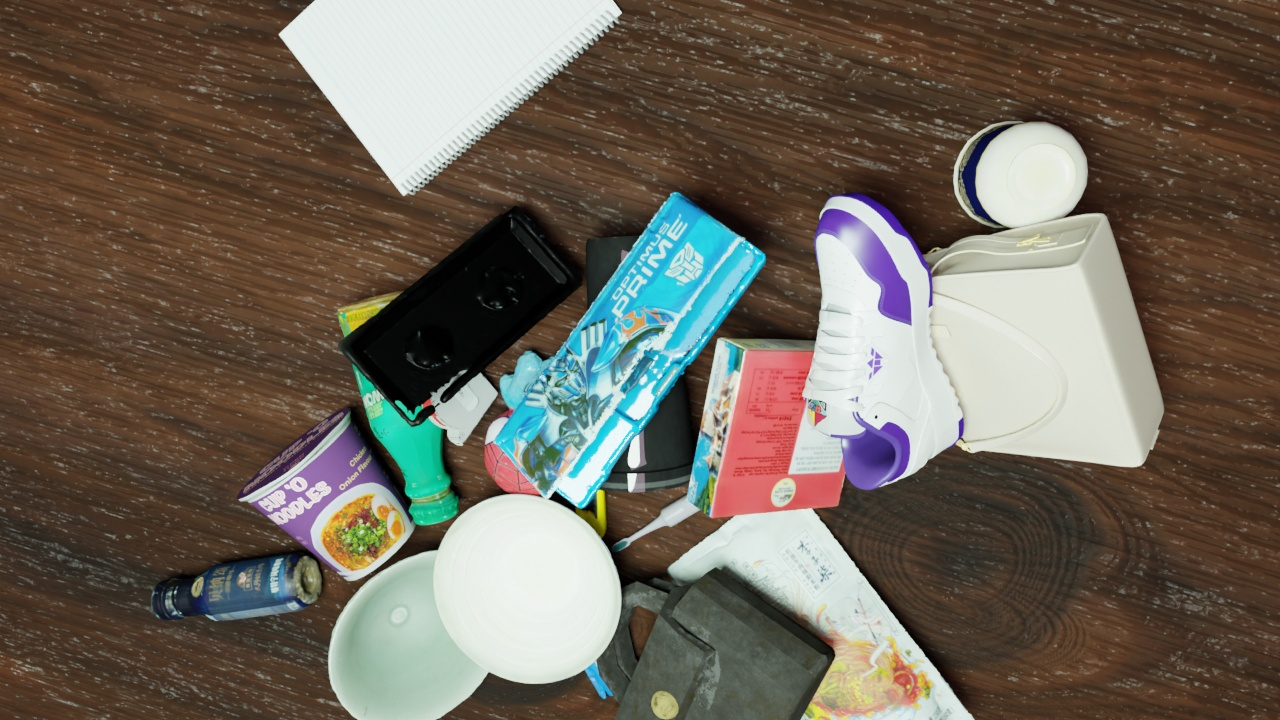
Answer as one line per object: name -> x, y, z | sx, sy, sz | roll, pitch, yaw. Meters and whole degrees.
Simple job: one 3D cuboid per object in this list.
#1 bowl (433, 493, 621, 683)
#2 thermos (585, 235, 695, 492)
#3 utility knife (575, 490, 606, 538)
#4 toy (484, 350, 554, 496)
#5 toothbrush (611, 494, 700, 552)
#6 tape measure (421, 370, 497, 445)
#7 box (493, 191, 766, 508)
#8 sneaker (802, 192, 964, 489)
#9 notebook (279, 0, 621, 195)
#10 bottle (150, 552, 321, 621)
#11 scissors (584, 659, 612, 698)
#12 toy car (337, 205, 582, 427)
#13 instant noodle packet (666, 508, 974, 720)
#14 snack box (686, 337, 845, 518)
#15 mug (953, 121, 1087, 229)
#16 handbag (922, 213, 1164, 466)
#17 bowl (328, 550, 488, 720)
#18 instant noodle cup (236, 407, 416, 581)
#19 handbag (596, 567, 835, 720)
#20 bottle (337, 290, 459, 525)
bowl -> -0.098, 0.202, 0.848 | 0.177, 0.057, 0.177 | 2, 98, 12
thermos -> -0.005, 0.005, 0.782 | 0.106, 0.105, 0.218 | -2, 97, 7
utility knife -> -0.049, 0.076, 0.842 | 0.029, 0.020, 0.188 | -1, 101, 5
toy -> -0.094, 0.060, 0.820 | 0.092, 0.062, 0.133 | 9, 101, 13
toothbrush -> 0.051, 0.128, 0.840 | 0.188, 0.019, 0.018 | -32, 91, 12
tape measure -> -0.162, 0.033, 0.815 | 0.020, 0.060, 0.062 | -4, 134, 41
box -> -0.013, -0.007, 0.692 | 0.092, 0.085, 0.243 | 36, 96, 5
sneaker -> 0.165, -0.002, 0.703 | 0.111, 0.092, 0.244 | -37, 118, -20
notebook -> -0.163, -0.283, 0.777 | 0.246, 0.013, 0.178 | -36, 95, 13
bottle -> -0.395, 0.224, 0.896 | 0.161, 0.056, 0.056 | -10, 101, 9
scissors -> -0.064, 0.279, 0.892 | 0.070, 0.022, 0.130 | -22, 102, 10
toy car -> -0.149, -0.033, 0.778 | 0.094, 0.071, 0.191 | 46, 71, 1
instant noodle packet -> 0.160, 0.254, 0.830 | 0.147, 0.057, 0.269 | -41, 84, 9
snack box -> 0.117, 0.056, 0.767 | 0.142, 0.040, 0.145 | 1, 107, -34
mug -> 0.305, -0.133, 0.716 | 0.086, 0.089, 0.112 | -35, 97, 12
handbag -> 0.280, -0.007, 0.727 | 0.198, 0.101, 0.195 | -5, 121, 46
bowl -> -0.219, 0.253, 0.873 | 0.173, 0.068, 0.174 | -7, 103, -36
instant noodle cup -> -0.273, 0.129, 0.831 | 0.121, 0.137, 0.122 | -40, 107, -14
handbag -> 0.040, 0.280, 0.815 | 0.199, 0.102, 0.198 | 32, 119, 25
bottle -> -0.211, 0.045, 0.828 | 0.068, 0.068, 0.210 | -11, 101, 9
